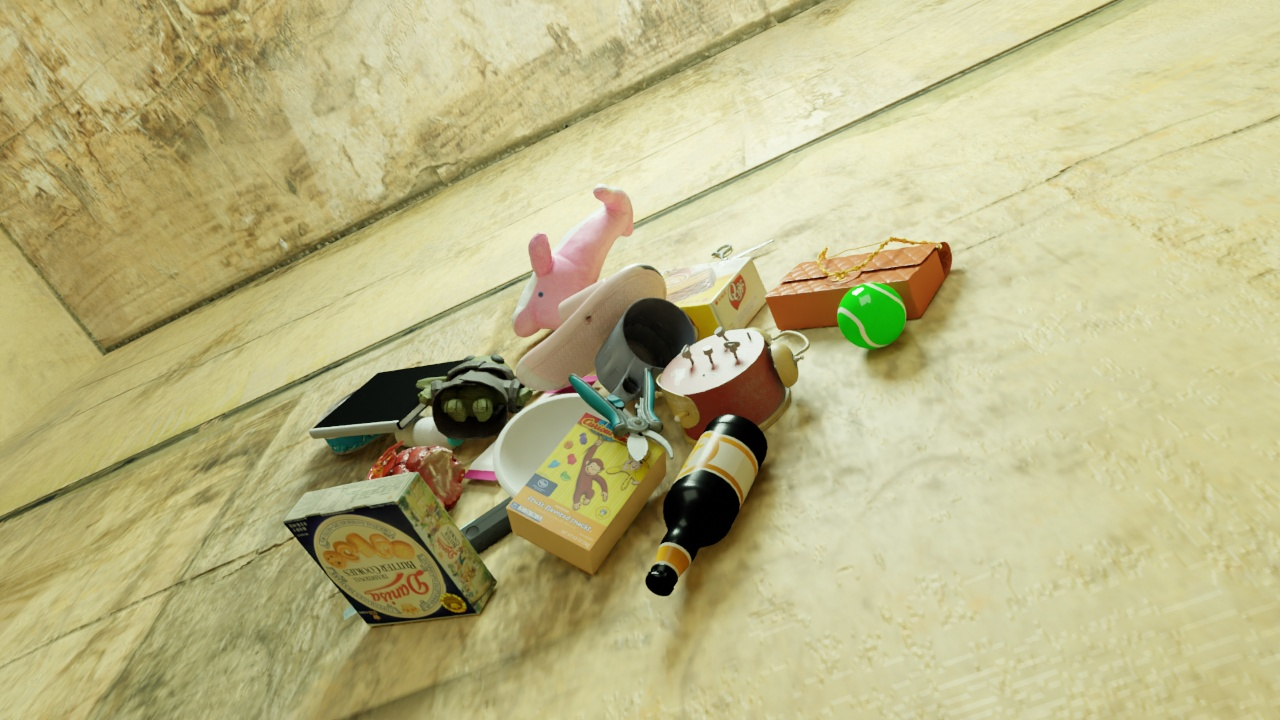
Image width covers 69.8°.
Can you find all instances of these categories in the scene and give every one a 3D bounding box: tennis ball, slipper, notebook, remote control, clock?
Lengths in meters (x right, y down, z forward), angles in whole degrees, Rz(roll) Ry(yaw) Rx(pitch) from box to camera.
[{"bbox_3d":[0.226,-0.044,0.899,0.065,0.065,0.065,-23,24,11],"label":"tennis ball"},{"bbox_3d":[-0.059,-0.036,1.078,0.222,0.106,0.055,-39,53,23],"label":"slipper"},{"bbox_3d":[-0.349,0.054,1.272,0.207,0.016,0.148,-7,30,39],"label":"notebook"},{"bbox_3d":[-0.163,0.174,0.923,0.146,0.015,0.033,-33,51,-12],"label":"remote control"},{"bbox_3d":[0.093,0.011,0.911,0.158,0.081,0.117,-30,23,-5],"label":"clock"}]

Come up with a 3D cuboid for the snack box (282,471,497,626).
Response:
[{"bbox_3d":[-0.228,0.176,0.841,0.145,0.145,0.042,-14,29,28],"label":"snack box"}]

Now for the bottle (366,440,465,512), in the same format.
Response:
[{"bbox_3d":[-0.255,0.135,1.019,0.111,0.099,0.098,-9,29,46],"label":"bottle"}]

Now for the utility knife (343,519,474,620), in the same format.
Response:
[{"bbox_3d":[-0.229,0.214,0.932,0.165,0.015,0.022,-33,57,-9],"label":"utility knife"}]

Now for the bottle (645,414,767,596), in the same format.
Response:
[{"bbox_3d":[0.050,0.121,0.760,0.059,0.059,0.181,-10,29,35],"label":"bottle"}]

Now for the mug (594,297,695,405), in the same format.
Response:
[{"bbox_3d":[-0.006,0.006,0.995,0.123,0.084,0.104,-63,8,-30],"label":"mug"}]

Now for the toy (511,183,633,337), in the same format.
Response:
[{"bbox_3d":[-0.080,-0.128,1.346,0.128,0.186,0.265,33,83,22],"label":"toy"}]

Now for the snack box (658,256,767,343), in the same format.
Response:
[{"bbox_3d":[0.035,-0.064,1.154,0.231,0.062,0.109,-4,33,43],"label":"snack box"}]

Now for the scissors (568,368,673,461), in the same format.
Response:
[{"bbox_3d":[-0.008,0.044,0.873,0.155,0.019,0.124,29,37,28],"label":"scissors"}]

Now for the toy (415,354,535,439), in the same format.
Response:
[{"bbox_3d":[-0.202,0.040,1.142,0.179,0.078,0.152,-1,20,1],"label":"toy"}]

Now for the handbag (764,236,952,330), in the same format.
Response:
[{"bbox_3d":[0.236,-0.091,0.999,0.172,0.060,0.108,-4,29,43],"label":"handbag"}]

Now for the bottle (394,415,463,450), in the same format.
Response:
[{"bbox_3d":[-0.270,0.094,1.181,0.136,0.044,0.044,2,37,49],"label":"bottle"}]

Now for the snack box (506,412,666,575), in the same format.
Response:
[{"bbox_3d":[-0.046,0.118,0.836,0.088,0.040,0.125,22,52,23],"label":"snack box"}]

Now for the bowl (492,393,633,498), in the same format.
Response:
[{"bbox_3d":[-0.070,0.101,0.917,0.149,0.043,0.149,-3,45,3],"label":"bowl"}]

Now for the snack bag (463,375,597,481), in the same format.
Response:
[{"bbox_3d":[-0.128,0.078,1.094,0.070,0.016,0.196,-5,32,46],"label":"snack bag"}]

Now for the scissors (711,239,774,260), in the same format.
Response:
[{"bbox_3d":[0.105,-0.131,1.275,0.175,0.014,0.141,-25,20,11],"label":"scissors"}]

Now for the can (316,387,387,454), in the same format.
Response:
[{"bbox_3d":[-0.411,0.082,1.359,0.130,0.044,0.129,-23,24,11],"label":"can"}]
